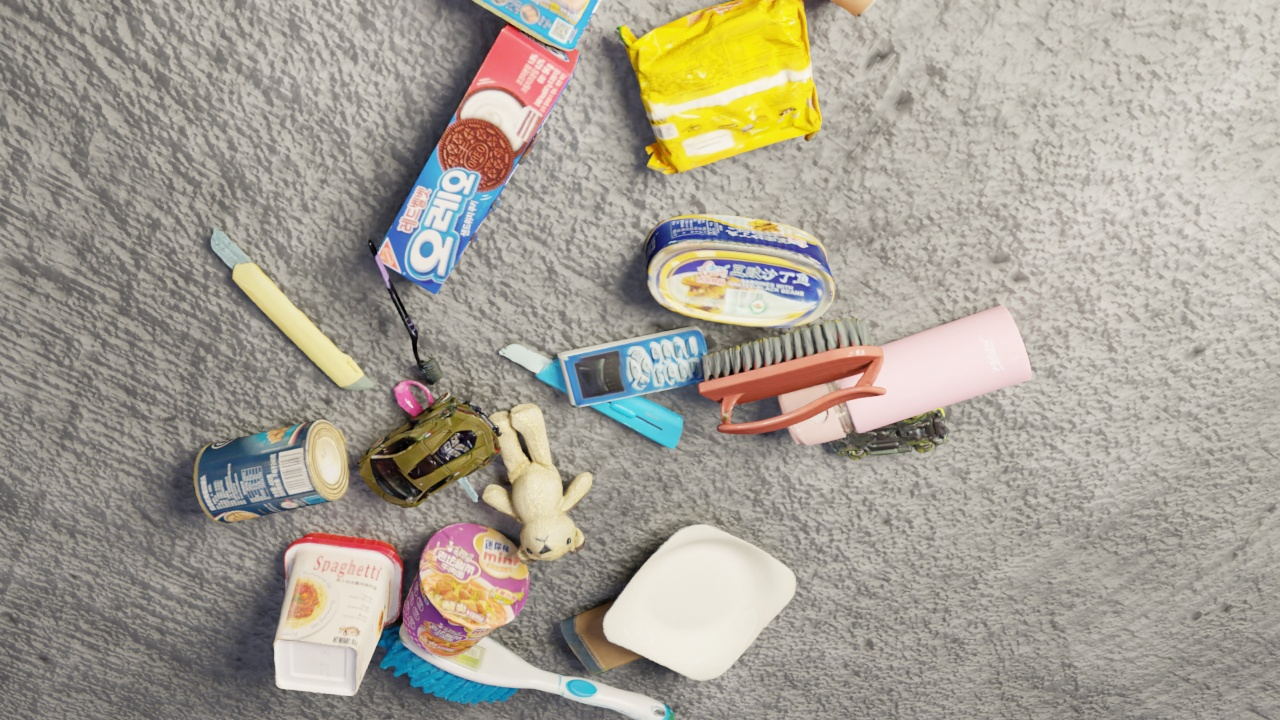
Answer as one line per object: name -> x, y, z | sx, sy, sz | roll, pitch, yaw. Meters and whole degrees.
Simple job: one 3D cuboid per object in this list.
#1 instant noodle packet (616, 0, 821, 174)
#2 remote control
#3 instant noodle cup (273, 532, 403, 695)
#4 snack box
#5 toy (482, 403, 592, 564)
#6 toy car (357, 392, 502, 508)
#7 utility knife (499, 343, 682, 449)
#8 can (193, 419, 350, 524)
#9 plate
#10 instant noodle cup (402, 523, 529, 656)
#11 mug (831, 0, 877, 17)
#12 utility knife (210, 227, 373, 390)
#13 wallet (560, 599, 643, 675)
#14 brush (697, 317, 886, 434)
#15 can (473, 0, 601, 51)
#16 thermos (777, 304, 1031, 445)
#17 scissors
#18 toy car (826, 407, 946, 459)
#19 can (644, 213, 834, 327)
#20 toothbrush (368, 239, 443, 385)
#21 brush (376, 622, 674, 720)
instant noodle packet -> 0.056, -0.193, 0.638 | 0.128, 0.044, 0.111 | -11, 125, 10
remote control -> -0.005, 0.005, 0.778 | 0.125, 0.024, 0.049 | -11, 111, 2
instant noodle cup -> -0.300, 0.250, 0.896 | 0.116, 0.124, 0.117 | 9, 125, -6
snack box -> -0.120, -0.144, 0.665 | 0.058, 0.057, 0.208 | 30, 120, -16
toy -> -0.098, 0.113, 0.838 | 0.105, 0.066, 0.157 | -13, 108, 2
toy car -> -0.187, 0.085, 0.803 | 0.158, 0.042, 0.070 | -32, 109, 29
utility knife -> -0.040, 0.028, 0.807 | 0.182, 0.018, 0.034 | 27, 121, -16
can -> -0.327, 0.100, 0.822 | 0.111, 0.075, 0.075 | -12, 124, 8
plate -> 0.058, 0.238, 0.925 | 0.164, 0.034, 0.164 | 33, 104, -23
instant noodle cup -> -0.179, 0.231, 0.900 | 0.111, 0.111, 0.099 | 25, 130, -16
mug -> 0.100, -0.276, 0.564 | 0.122, 0.078, 0.078 | 23, 122, -10
utility knife -> -0.291, -0.035, 0.763 | 0.031, 0.019, 0.183 | -28, 126, 13
wallet -> -0.015, 0.290, 0.980 | 0.115, 0.033, 0.090 | -25, 120, 12
brush -> 0.123, 0.016, 0.733 | 0.146, 0.069, 0.063 | -16, 160, 26
can -> -0.065, -0.260, 0.585 | 0.102, 0.057, 0.083 | 27, 123, -17
thermos -> 0.212, 0.007, 0.769 | 0.199, 0.067, 0.087 | -18, 91, 14
scissors -> -0.188, 0.078, 0.831 | 0.134, 0.017, 0.133 | -22, 109, 26
toy car -> 0.218, 0.058, 0.819 | 0.105, 0.032, 0.048 | -10, 125, 21
can -> 0.077, -0.069, 0.719 | 0.148, 0.049, 0.075 | 8, 124, -5
toothbrush -> -0.185, -0.033, 0.730 | 0.016, 0.014, 0.189 | -14, 147, -6
brush -> -0.122, 0.344, 0.982 | 0.314, 0.060, 0.110 | 28, 136, -16
